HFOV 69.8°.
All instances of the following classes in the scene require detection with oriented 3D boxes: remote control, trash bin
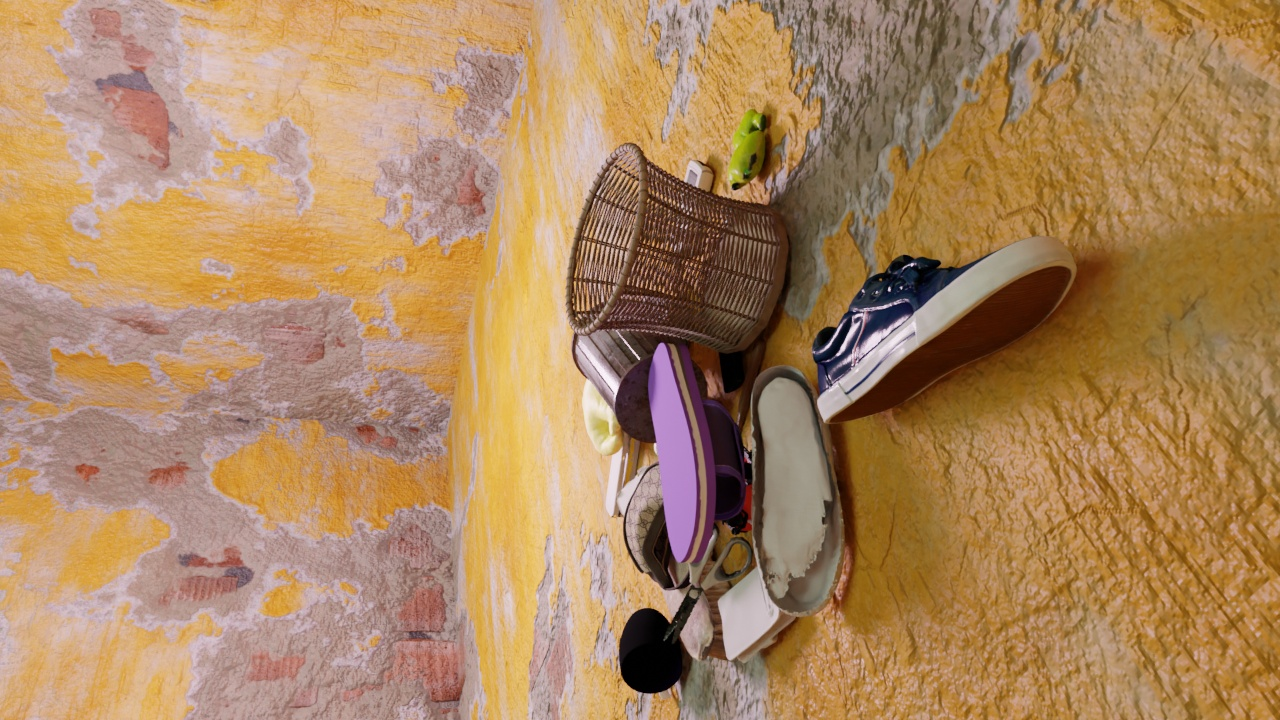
[{"bbox_3d":[0.113,-0.032,1.172,0.041,0.020,0.151,124,147,-56],"label":"remote control"},{"bbox_3d":[0.073,-0.219,1.330,0.060,0.025,0.139,-119,38,-59],"label":"remote control"},{"bbox_3d":[-0.007,0.007,1.212,0.211,0.130,0.131,-129,48,-60],"label":"trash bin"}]

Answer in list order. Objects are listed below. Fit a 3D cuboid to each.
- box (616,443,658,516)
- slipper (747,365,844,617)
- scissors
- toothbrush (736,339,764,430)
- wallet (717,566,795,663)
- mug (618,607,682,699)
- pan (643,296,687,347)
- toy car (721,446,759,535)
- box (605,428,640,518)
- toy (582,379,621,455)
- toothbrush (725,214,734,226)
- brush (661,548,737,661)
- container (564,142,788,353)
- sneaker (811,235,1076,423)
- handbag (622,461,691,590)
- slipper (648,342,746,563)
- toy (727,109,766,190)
[{"bbox_3d":[0.045,0.139,1.238,0.191,0.083,0.110,-61,23,15],"label":"box"},{"bbox_3d":[0.154,0.131,0.925,0.112,0.074,0.246,-15,70,37],"label":"slipper"},{"bbox_3d":[0.077,0.264,1.058,0.012,0.132,0.170,-39,-54,-71],"label":"scissors"},{"bbox_3d":[0.125,0.052,1.121,0.016,0.016,0.167,-121,41,-63],"label":"toothbrush"},{"bbox_3d":[0.130,0.275,1.015,0.116,0.032,0.086,-53,31,42],"label":"wallet"},{"bbox_3d":[0.017,0.405,1.263,0.100,0.085,0.119,-99,-10,-69],"label":"mug"},{"bbox_3d":[0.002,-0.026,1.462,0.357,0.041,0.178,-156,72,-70],"label":"pan"},{"bbox_3d":[0.119,0.150,1.056,0.051,0.048,0.100,-133,51,-66],"label":"toy car"},{"bbox_3d":[-0.025,0.157,1.514,0.064,0.033,0.209,-144,62,-70],"label":"box"},{"bbox_3d":[-0.055,0.064,1.468,0.155,0.064,0.170,-159,70,-69],"label":"toy"},{"bbox_3d":[0.107,-0.127,1.220,0.022,0.016,0.155,22,110,36],"label":"toothbrush"},{"bbox_3d":[0.062,0.273,1.177,0.271,0.056,0.083,-117,39,-57],"label":"brush"},{"bbox_3d":[0.041,-0.120,1.095,0.227,0.196,0.227,-167,91,-69],"label":"container"},{"bbox_3d":[0.220,-0.048,0.733,0.295,0.120,0.127,131,128,-64],"label":"sneaker"},{"bbox_3d":[0.042,0.202,1.121,0.138,0.063,0.167,58,134,41],"label":"handbag"},{"bbox_3d":[0.073,0.092,1.001,0.266,0.084,0.107,-100,21,-44],"label":"slipper"},{"bbox_3d":[0.134,-0.265,1.151,0.093,0.036,0.094,-99,29,-49],"label":"toy"}]
